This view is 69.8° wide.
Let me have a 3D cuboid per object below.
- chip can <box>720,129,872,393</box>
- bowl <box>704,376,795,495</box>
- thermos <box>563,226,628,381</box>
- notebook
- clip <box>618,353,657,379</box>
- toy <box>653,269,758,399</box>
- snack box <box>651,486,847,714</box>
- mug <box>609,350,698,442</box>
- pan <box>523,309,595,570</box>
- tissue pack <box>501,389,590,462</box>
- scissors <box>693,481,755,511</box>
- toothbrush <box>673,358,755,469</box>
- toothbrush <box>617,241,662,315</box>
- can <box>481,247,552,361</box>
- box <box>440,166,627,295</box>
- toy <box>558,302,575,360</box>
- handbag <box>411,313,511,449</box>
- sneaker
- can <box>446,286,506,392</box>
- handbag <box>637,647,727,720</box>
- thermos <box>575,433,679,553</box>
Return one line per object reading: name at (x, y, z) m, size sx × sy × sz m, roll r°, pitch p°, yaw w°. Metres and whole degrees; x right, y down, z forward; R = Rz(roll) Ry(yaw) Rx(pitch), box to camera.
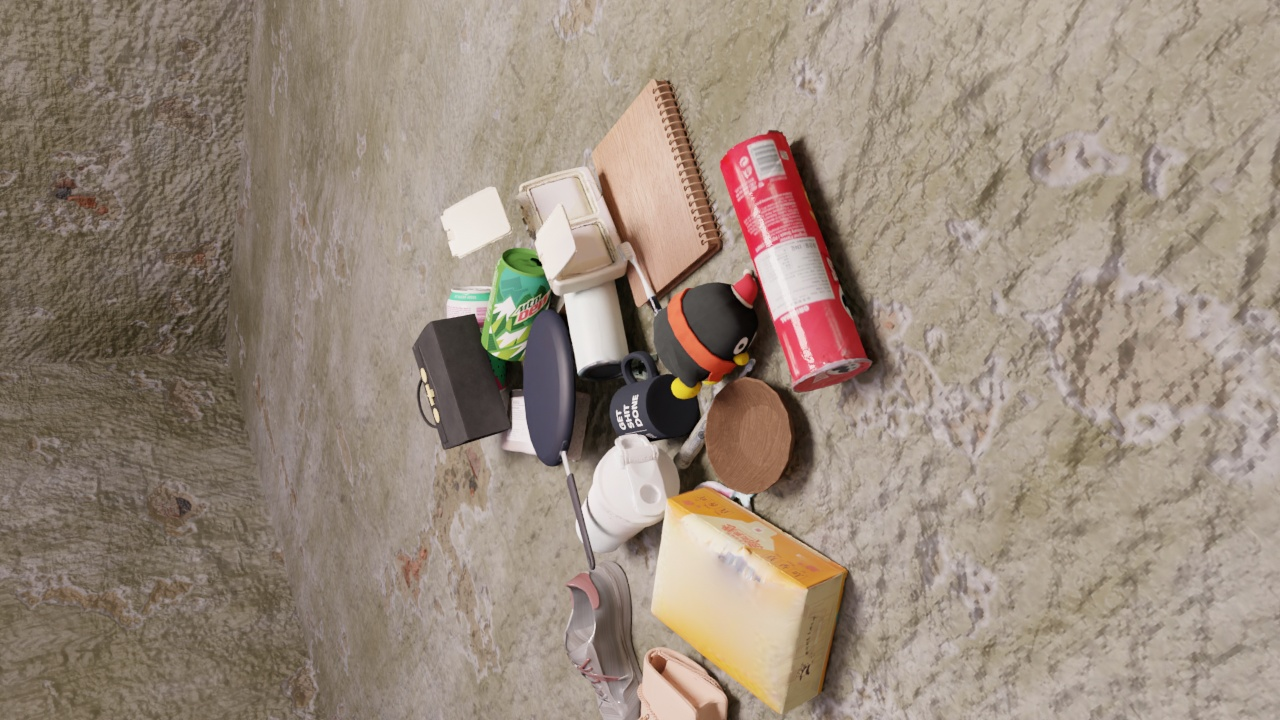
chip can at (0.137, -0.092, 0.836) m, size 0.073 × 0.073 × 0.232 m, roll -38°, pitch 63°, yaw 52°
bowl at (0.116, 0.076, 0.924) m, size 0.118 × 0.030 × 0.118 m, roll -4°, pitch 85°, yaw 50°
thermos at (-0.063, -0.091, 1.120) m, size 0.068 × 0.067 × 0.229 m, roll -35°, pitch 60°, yaw 53°
notebook at (0.016, -0.189, 1.046) m, size 0.170 × 0.022 × 0.210 m, roll -37°, pitch 65°, yaw 54°
clip at (-0.007, 0.009, 1.114) m, size 0.076 × 0.023 × 0.047 m, roll -2°, pitch 93°, yaw 55°
toy at (0.071, -0.032, 0.928) m, size 0.119 × 0.097 × 0.099 m, roll -39°, pitch 82°, yaw 34°
snack box at (0.097, 0.236, 0.927) m, size 0.195 × 0.080 × 0.145 m, roll 27°, pitch 117°, yaw 44°
mug at (0.009, 0.040, 1.044) m, size 0.078 × 0.071 × 0.105 m, roll -18°, pitch 92°, yaw 56°
pan at (-0.100, 0.094, 1.114) m, size 0.199 × 0.021 × 0.356 m, roll 112°, pitch 148°, yaw -45°
tissue pack at (-0.130, 0.094, 1.287) m, size 0.182 × 0.071 × 0.104 m, roll -4°, pitch 77°, yaw 54°
scissors at (0.098, 0.148, 0.988) m, size 0.159 × 0.014 × 0.172 m, roll 21°, pitch 113°, yaw 52°
toothbrush at (0.081, 0.057, 0.990) m, size 0.022 × 0.024 × 0.186 m, roll 31°, pitch 133°, yaw 0°
toothbrush at (0.019, -0.053, 1.039) m, size 0.012 × 0.017 × 0.186 m, roll -40°, pitch 73°, yaw 52°
can at (-0.172, -0.078, 1.291) m, size 0.083 × 0.083 × 0.144 m, roll 49°, pitch 134°, yaw 40°
box at (-0.120, -0.151, 1.043) m, size 0.101 × 0.194 × 0.143 m, roll 109°, pitch 140°, yaw -70°
toy at (-0.074, -0.036, 1.174) m, size 0.076 × 0.062 × 0.100 m, roll -16°, pitch 63°, yaw 21°
handbag at (-0.294, 0.047, 1.378) m, size 0.196 × 0.072 × 0.175 m, roll -25°, pitch 81°, yaw 51°
sneaker at (-0.057, 0.386, 1.194) m, size 0.099 × 0.089 × 0.236 m, roll -16°, pitch 83°, yaw 56°
can at (-0.253, -0.028, 1.417) m, size 0.088 × 0.088 × 0.166 m, roll 16°, pitch 109°, yaw 54°
handbag at (0.000, 0.425, 1.027) m, size 0.117 × 0.186 × 0.199 m, roll 26°, pitch 121°, yaw 44°
thermos at (-0.023, 0.163, 1.072) m, size 0.221 × 0.099 × 0.099 m, roll 122°, pitch 132°, yaw -61°
